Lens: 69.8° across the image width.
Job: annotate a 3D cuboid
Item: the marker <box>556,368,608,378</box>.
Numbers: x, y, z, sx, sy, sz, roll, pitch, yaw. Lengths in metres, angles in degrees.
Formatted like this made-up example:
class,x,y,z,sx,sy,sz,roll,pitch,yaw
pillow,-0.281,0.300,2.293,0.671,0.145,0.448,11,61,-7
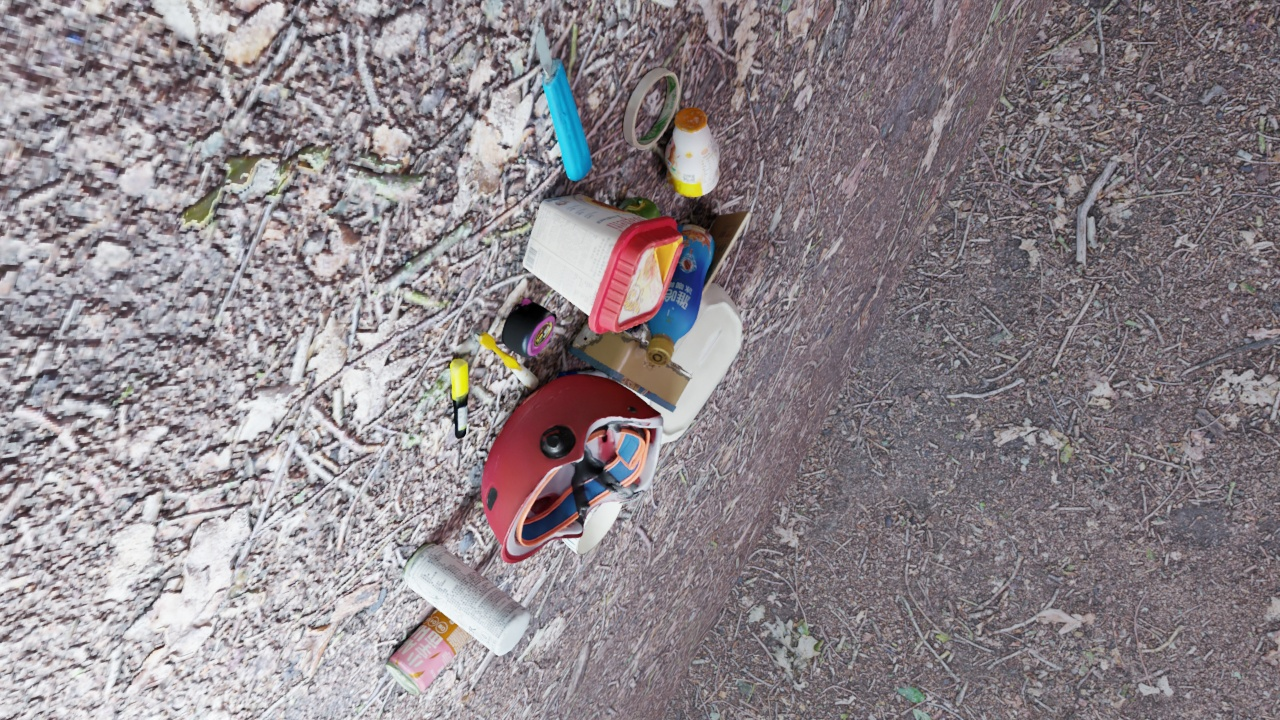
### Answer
class,x,y,z,sx,sy,sz,roll,pitch,yaw
marker,-0.066,0.019,1.182,0.017,0.017,0.145,-64,159,13

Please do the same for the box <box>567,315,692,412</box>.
class,x,y,z,sx,sy,sz,roll,pitch,yaw
box,-0.007,0.007,1.154,0.061,0.090,0.184,-58,143,-3

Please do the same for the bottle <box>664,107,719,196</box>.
class,x,y,z,sx,sy,sz,roll,pitch,yaw
bottle,0.059,-0.238,1.046,0.063,0.063,0.108,-51,159,-21

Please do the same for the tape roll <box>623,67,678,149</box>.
class,x,y,z,sx,sy,sz,roll,pitch,yaw
tape roll,0.011,-0.265,0.968,0.085,0.014,0.086,-48,158,-28

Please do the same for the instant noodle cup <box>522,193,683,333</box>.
class,x,y,z,sx,sy,sz,roll,pitch,yaw
instant noodle cup,-0.040,-0.104,0.912,0.116,0.124,0.117,-27,143,-57

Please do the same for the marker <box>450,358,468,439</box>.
class,x,y,z,sx,sy,sz,roll,pitch,yaw
marker,-0.185,0.041,0.937,0.018,0.015,0.124,-44,158,-36

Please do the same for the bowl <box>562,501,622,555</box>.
class,x,y,z,sx,sy,sz,roll,pitch,yaw
bowl,-0.082,0.221,1.357,0.116,0.066,0.117,-47,157,-27

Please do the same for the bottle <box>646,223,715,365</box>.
class,x,y,z,sx,sy,sz,roll,pitch,yaw
bottle,0.045,-0.080,1.124,0.065,0.065,0.218,98,6,-47

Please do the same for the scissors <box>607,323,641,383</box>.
class,x,y,z,sx,sy,sz,roll,pitch,yaw
scissors,-0.015,-0.040,1.207,0.163,0.012,0.161,-57,157,-22

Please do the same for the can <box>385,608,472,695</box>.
class,x,y,z,sx,sy,sz,roll,pitch,yaw
can,-0.247,0.343,1.150,0.147,0.058,0.058,-46,156,-32

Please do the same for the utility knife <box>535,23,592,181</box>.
class,x,y,z,sx,sy,sz,roll,pitch,yaw
utility knife,-0.070,-0.226,0.823,0.188,0.018,0.034,75,37,-63

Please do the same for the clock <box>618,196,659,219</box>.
class,x,y,z,sx,sy,sz,roll,pitch,yaw
clock,-0.016,-0.123,1.043,0.116,0.056,0.161,-58,160,-8

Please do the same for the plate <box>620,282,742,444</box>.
class,x,y,z,sx,sy,sz,roll,pitch,yaw
plate,0.072,0.009,1.365,0.265,0.034,0.162,-54,131,-16

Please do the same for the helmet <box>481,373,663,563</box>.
class,x,y,z,sx,sy,sz,roll,pitch,yaw
helmet,-0.097,0.111,1.066,0.239,0.144,0.207,-33,153,-21

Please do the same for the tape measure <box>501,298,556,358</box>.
class,x,y,z,sx,sy,sz,roll,pitch,yaw
tape measure,-0.118,-0.033,0.954,0.057,0.039,0.057,-62,165,7

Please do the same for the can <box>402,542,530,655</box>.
class,x,y,z,sx,sy,sz,roll,pitch,yaw
can,-0.196,0.266,1.032,0.058,0.147,0.058,-49,157,-29

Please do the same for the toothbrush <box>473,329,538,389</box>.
class,x,y,z,sx,sy,sz,roll,pitch,yaw
toothbrush,-0.141,0.001,0.984,0.016,0.018,0.191,-54,162,-8

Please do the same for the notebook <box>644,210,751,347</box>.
class,x,y,z,sx,sy,sz,roll,pitch,yaw
notebook,0.074,-0.108,1.236,0.207,0.008,0.148,-60,-167,0
